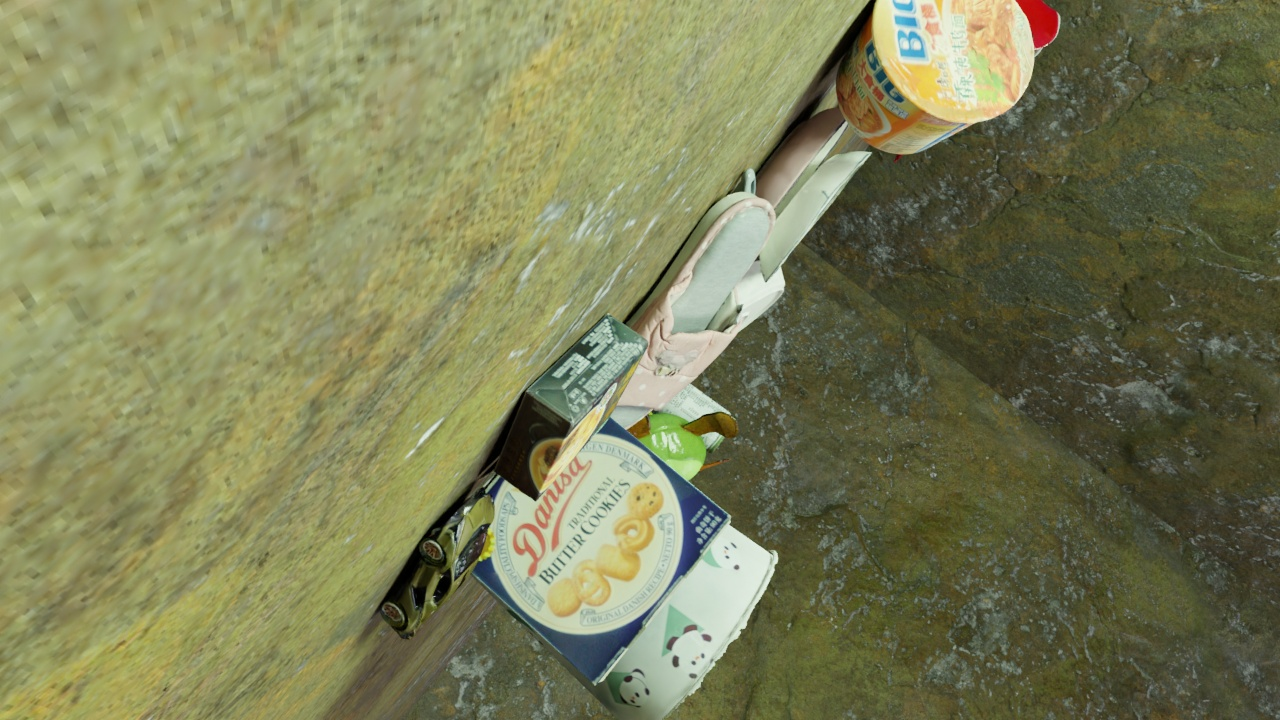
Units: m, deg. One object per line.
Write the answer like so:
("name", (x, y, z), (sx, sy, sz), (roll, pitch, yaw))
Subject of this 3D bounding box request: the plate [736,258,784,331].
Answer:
("plate", (0.099, -0.056, 1.160), (0.204, 0.045, 0.205), (-35, 172, -6))

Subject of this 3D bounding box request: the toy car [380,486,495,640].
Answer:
("toy car", (-0.158, 0.163, 0.733), (0.158, 0.042, 0.070), (-58, 173, 34))

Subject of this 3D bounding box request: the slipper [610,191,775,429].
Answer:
("slipper", (0.040, -0.030, 0.845), (0.114, 0.054, 0.275), (12, 118, -50))

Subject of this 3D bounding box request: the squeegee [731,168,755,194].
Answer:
("squeegee", (0.056, -0.084, 0.900), (0.246, 0.040, 0.250), (-45, 171, -48))

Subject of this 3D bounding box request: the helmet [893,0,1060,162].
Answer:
("helmet", (0.367, -0.369, 1.110), (0.241, 0.144, 0.206), (-38, 180, 23))

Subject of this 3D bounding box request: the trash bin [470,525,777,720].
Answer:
("trash bin", (-0.032, 0.200, 0.912), (0.229, 0.252, 0.229), (-50, 176, -6))

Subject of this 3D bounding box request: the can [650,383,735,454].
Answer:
("can", (0.043, 0.051, 1.134), (0.058, 0.147, 0.058), (-54, 178, -3))

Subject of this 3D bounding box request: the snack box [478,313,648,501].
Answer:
("snack box", (-0.059, 0.040, 0.706), (0.113, 0.053, 0.126), (-47, 168, -44))

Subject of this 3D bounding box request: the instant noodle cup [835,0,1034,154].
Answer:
("instant noodle cup", (0.253, -0.262, 0.824), (0.151, 0.151, 0.111), (-50, -176, -15))

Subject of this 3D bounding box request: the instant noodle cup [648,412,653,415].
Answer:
("instant noodle cup", (0.001, 0.098, 1.254), (0.111, 0.123, 0.112), (-52, 175, -7))

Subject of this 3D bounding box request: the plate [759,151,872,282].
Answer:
("plate", (0.194, -0.176, 1.047), (0.162, 0.034, 0.265), (-53, 176, 26))

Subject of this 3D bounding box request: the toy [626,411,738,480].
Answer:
("toy", (0.005, 0.120, 1.071), (0.247, 0.226, 0.089), (122, -36, -53))

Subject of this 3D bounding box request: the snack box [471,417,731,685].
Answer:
("snack box", (-0.047, 0.149, 0.794), (0.178, 0.182, 0.046), (-51, 171, -4))

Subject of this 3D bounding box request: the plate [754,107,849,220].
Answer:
("plate", (0.151, -0.192, 0.972), (0.192, 0.039, 0.192), (-51, 176, -6))

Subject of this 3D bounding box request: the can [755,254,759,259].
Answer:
("can", (0.140, -0.137, 1.210), (0.053, 0.053, 0.135), (-50, 175, -15))
